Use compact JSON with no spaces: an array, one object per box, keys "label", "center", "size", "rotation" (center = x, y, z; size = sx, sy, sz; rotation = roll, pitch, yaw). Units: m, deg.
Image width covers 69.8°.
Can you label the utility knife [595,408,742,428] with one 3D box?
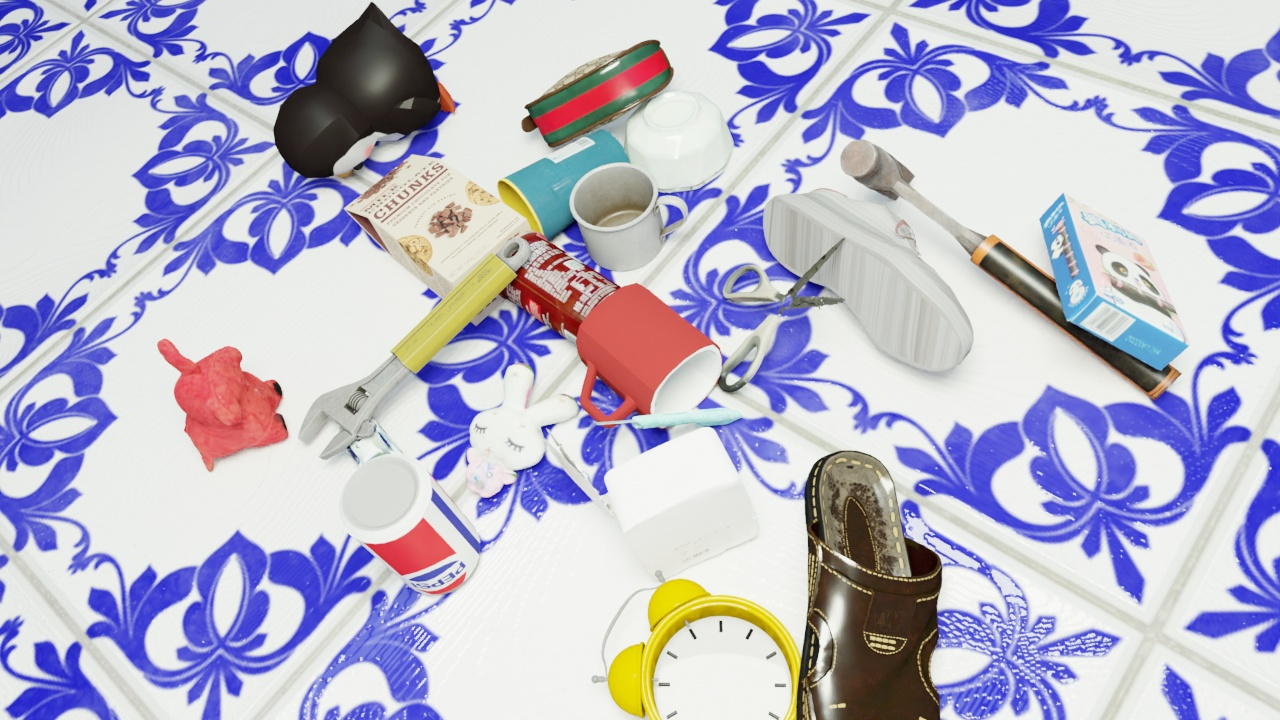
[{"label":"utility knife","center":[0.022,0.049,0.747],"size":[0.141,0.015,0.022],"rotation":[-3,8,-34]}]

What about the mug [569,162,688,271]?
[{"label":"mug","center":[-0.007,-0.135,0.881],"size":[0.113,0.070,0.084],"rotation":[10,60,18]}]

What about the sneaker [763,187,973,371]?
[{"label":"sneaker","center":[0.210,-0.084,0.788],"size":[0.089,0.099,0.236],"rotation":[-26,49,-21]}]

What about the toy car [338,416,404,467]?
[{"label":"toy car","center":[-0.240,0.079,0.820],"size":[0.038,0.027,0.090],"rotation":[-42,59,-13]}]

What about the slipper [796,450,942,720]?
[{"label":"slipper","center":[0.159,0.173,0.628],"size":[0.113,0.076,0.267],"rotation":[16,53,-12]}]

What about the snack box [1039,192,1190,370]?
[{"label":"snack box","center":[0.373,-0.066,0.731],"size":[0.088,0.033,0.153],"rotation":[26,40,-9]}]

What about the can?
[{"label":"can","center":[-0.174,0.130,0.710],"size":[0.070,0.132,0.070],"rotation":[-5,57,8]}]

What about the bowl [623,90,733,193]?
[{"label":"bowl","center":[0.035,-0.235,0.943],"size":[0.117,0.061,0.117],"rotation":[-5,58,8]}]

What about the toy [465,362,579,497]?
[{"label":"toy","center":[-0.111,0.063,0.797],"size":[0.079,0.038,0.122],"rotation":[24,68,17]}]

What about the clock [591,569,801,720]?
[{"label":"clock","center":[0.045,0.222,0.656],"size":[0.152,0.052,0.113],"rotation":[26,66,20]}]

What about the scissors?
[{"label":"scissors","center":[0.111,-0.042,0.787],"size":[0.157,0.012,0.171],"rotation":[-64,28,3]}]

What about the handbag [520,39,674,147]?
[{"label":"handbag","center":[-0.046,-0.283,0.969],"size":[0.167,0.063,0.138],"rotation":[-23,18,20]}]

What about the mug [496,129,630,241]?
[{"label":"mug","center":[-0.073,-0.179,0.924],"size":[0.121,0.078,0.078],"rotation":[-36,58,-17]}]

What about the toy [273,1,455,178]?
[{"label":"toy","center":[-0.320,-0.282,0.998],"size":[0.159,0.140,0.183],"rotation":[30,69,27]}]

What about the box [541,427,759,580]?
[{"label":"box","center":[-0.005,0.095,0.718],"size":[0.152,0.107,0.132],"rotation":[-24,51,1]}]

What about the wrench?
[{"label":"wrench","center":[-0.202,-0.013,0.825],"size":[0.273,0.018,0.083],"rotation":[-45,47,-1]}]

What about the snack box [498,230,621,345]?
[{"label":"snack box","center":[-0.071,-0.062,0.849],"size":[0.121,0.072,0.072],"rotation":[34,70,27]}]

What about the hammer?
[{"label":"hammer","center":[0.310,-0.080,0.778],"size":[0.314,0.137,0.035],"rotation":[43,110,18]}]

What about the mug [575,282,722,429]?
[{"label":"mug","center":[-0.005,0.005,0.784],"size":[0.116,0.080,0.096],"rotation":[-39,59,-18]}]

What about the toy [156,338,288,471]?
[{"label":"toy","center":[-0.393,0.040,0.823],"size":[0.094,0.133,0.088],"rotation":[-26,46,5]}]

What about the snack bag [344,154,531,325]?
[{"label":"snack bag","center":[-0.205,-0.136,0.925],"size":[0.206,0.070,0.094],"rotation":[36,71,29]}]
